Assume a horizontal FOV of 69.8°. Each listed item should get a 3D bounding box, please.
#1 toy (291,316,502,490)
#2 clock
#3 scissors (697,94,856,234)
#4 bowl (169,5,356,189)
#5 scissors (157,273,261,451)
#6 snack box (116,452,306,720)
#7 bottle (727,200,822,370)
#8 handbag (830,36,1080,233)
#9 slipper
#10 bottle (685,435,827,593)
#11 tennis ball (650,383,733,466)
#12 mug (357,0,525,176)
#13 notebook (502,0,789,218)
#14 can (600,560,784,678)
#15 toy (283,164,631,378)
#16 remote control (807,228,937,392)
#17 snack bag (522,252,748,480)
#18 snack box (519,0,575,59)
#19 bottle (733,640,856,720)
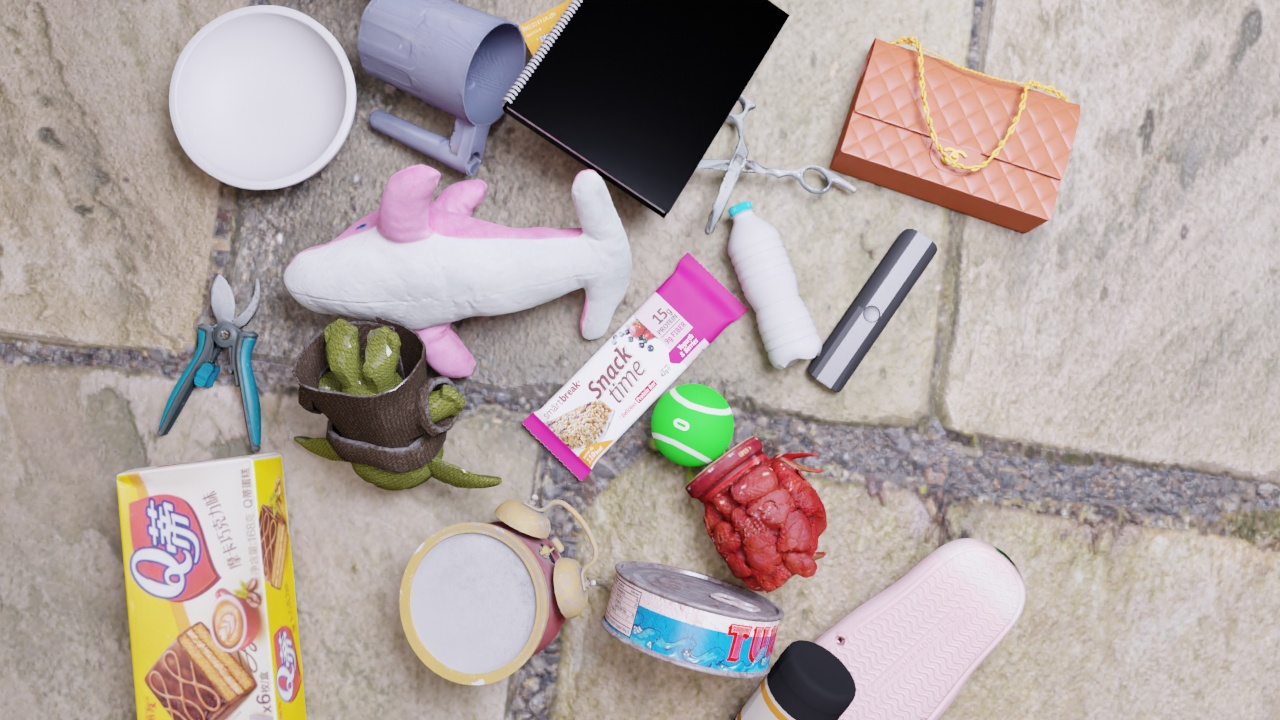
[{"bbox_3d":[-0.195,0.035,0.694,0.179,0.153,0.078,10,47,14],"label":"toy"},{"bbox_3d":[-0.102,0.172,0.711,0.159,0.081,0.117,-39,77,8],"label":"clock"},{"bbox_3d":[0.092,-0.158,0.740,0.175,0.014,0.141,5,67,-10],"label":"scissors"},{"bbox_3d":[-0.301,-0.209,0.750,0.149,0.043,0.149,0,87,1],"label":"bowl"},{"bbox_3d":[-0.340,0.011,0.754,0.124,0.019,0.155,42,90,2],"label":"scissors"},{"bbox_3d":[-0.337,0.194,0.724,0.110,0.061,0.230,-6,88,1],"label":"snack box"},{"bbox_3d":[0.104,-0.062,0.738,0.044,0.044,0.136,-21,87,0],"label":"bottle"},{"bbox_3d":[0.255,-0.186,0.737,0.172,0.060,0.108,19,84,1],"label":"handbag"},{"bbox_3d":[0.204,0.227,0.719,0.107,0.055,0.222,43,98,4],"label":"slipper"},{"bbox_3d":[0.100,0.118,0.713,0.099,0.099,0.111,-36,77,-1],"label":"bottle"},{"bbox_3d":[0.041,0.051,0.724,0.065,0.065,0.065,0,87,1],"label":"tennis ball"},{"bbox_3d":[-0.162,-0.224,0.730,0.104,0.083,0.124,26,115,14],"label":"mug"},{"bbox_3d":[0.008,-0.235,0.717,0.149,0.016,0.206,33,74,-7],"label":"notebook"},{"bbox_3d":[0.039,0.191,0.685,0.130,0.130,0.044,15,87,1],"label":"can"},{"bbox_3d":[-0.140,-0.089,0.722,0.265,0.127,0.187,-2,132,0],"label":"toy"},{"bbox_3d":[0.190,-0.041,0.750,0.033,0.015,0.147,35,88,2],"label":"remote control"},{"bbox_3d":[-0.005,0.005,0.751,0.070,0.016,0.196,44,89,4],"label":"snack bag"},{"bbox_3d":[-0.030,-0.230,0.749,0.088,0.040,0.126,-28,87,-1],"label":"snack box"},{"bbox_3d":[0.092,0.299,0.701,0.059,0.059,0.182,30,110,2],"label":"bottle"}]
